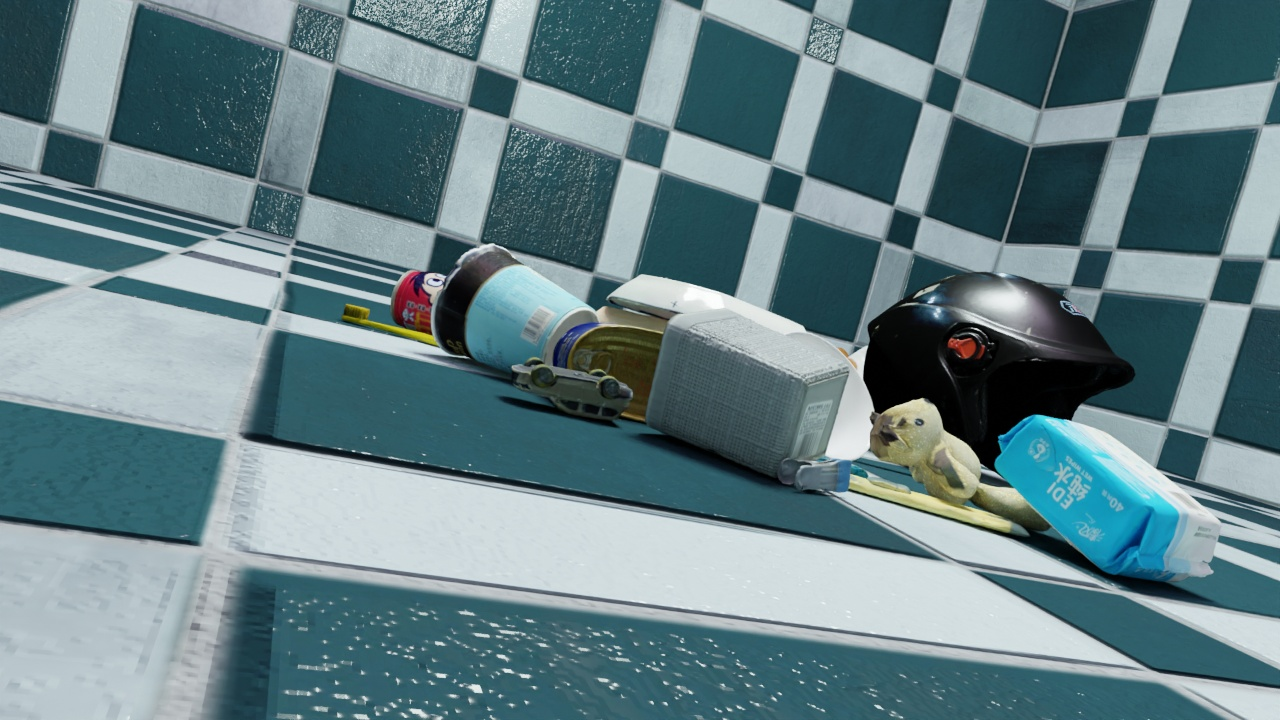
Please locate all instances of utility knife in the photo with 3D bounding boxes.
[{"bbox_3d":[0.178,0.097,0.672,0.207,0.021,0.031,11,4,8],"label":"utility knife"}]

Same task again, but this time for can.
[{"bbox_3d":[-0.199,-0.053,0.936,0.094,0.066,0.066,16,4,16],"label":"can"},{"bbox_3d":[0.002,0.011,0.753,0.148,0.074,0.049,13,2,-24],"label":"can"}]

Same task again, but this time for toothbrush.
[{"bbox_3d":[-0.197,-0.023,0.884,0.190,0.016,0.015,15,5,4],"label":"toothbrush"}]

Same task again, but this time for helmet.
[{"bbox_3d":[0.370,0.014,0.992,0.233,0.230,0.276,11,-33,-42],"label":"helmet"}]

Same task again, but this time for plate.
[{"bbox_3d":[0.082,-0.044,0.948,0.162,0.034,0.265,16,1,41],"label":"plate"}]

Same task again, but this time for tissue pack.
[{"bbox_3d":[0.325,0.098,0.646,0.090,0.063,0.140,13,25,-31],"label":"tissue pack"}]

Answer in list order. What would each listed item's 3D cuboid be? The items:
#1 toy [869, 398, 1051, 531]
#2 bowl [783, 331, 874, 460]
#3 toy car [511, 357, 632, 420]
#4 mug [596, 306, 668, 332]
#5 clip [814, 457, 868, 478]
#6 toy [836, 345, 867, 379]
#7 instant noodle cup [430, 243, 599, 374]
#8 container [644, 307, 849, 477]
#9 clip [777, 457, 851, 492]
[{"bbox_3d":[0.250,0.085,0.712,0.157,0.066,0.105,30,6,-4],"label":"toy"},{"bbox_3d":[0.133,0.042,0.775,0.118,0.118,0.065,12,-34,-32],"label":"bowl"},{"bbox_3d":[-0.052,0.021,0.680,0.090,0.035,0.042,13,3,-17],"label":"toy car"},{"bbox_3d":[-0.005,0.005,0.872,0.104,0.084,0.124,15,30,22],"label":"mug"},{"bbox_3d":[0.149,0.084,0.709,0.056,0.014,0.040,13,5,-9],"label":"clip"},{"bbox_3d":[0.289,0.037,1.210,0.140,0.130,0.199,22,16,16],"label":"toy"},{"bbox_3d":[-0.103,-0.031,0.811,0.120,0.111,0.111,26,9,28],"label":"instant noodle cup"},{"bbox_3d":[0.080,0.023,0.671,0.114,0.090,0.090,24,21,33],"label":"container"},{"bbox_3d":[0.119,0.078,0.623,0.057,0.025,0.033,4,6,-36],"label":"clip"}]
